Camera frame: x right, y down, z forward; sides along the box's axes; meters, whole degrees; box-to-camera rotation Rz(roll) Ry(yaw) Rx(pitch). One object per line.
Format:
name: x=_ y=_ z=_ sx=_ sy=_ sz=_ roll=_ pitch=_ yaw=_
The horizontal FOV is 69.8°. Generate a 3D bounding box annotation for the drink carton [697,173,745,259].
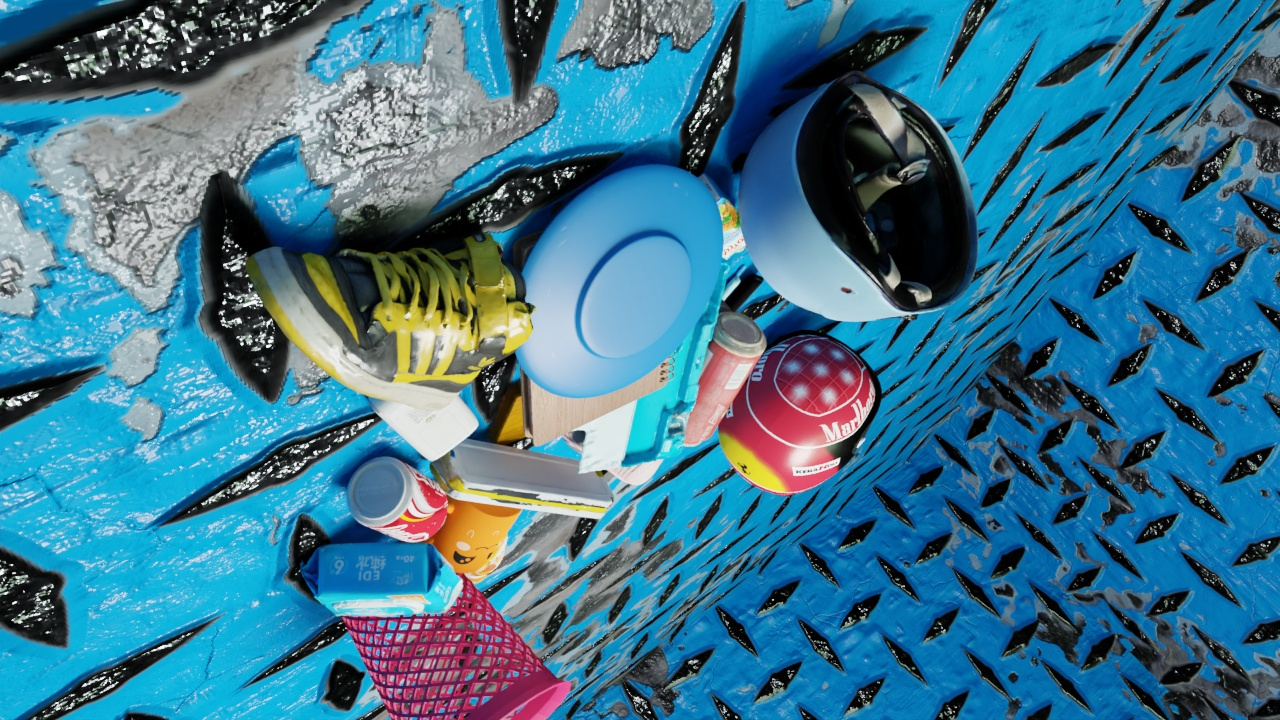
drink carton: x=0.073 y=-0.135 z=0.875 sx=0.044 sy=0.038 sz=0.129 roll=-36 pitch=159 yaw=11

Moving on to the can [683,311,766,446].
can: x=0.079 y=0.023 z=1.033 sx=0.067 sy=0.067 sz=0.171 roll=-22 pitch=149 yaw=-41

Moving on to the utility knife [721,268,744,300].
utility knife: x=0.087 y=-0.062 z=1.072 sx=0.120 sy=0.015 sz=0.022 roll=-50 pitch=177 yaw=18

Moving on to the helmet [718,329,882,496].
helmet: x=0.235 y=0.067 z=1.324 sx=0.270 sy=0.197 sz=0.225 roll=-39 pitch=160 yaw=-29

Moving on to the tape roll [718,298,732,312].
tape roll: x=0.060 y=-0.035 z=1.034 sx=0.093 sy=0.030 sz=0.094 roll=-24 pitch=147 yaw=-17

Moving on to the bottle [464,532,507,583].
bottle: x=-0.192 y=0.223 z=1.077 sx=0.063 sy=0.063 sz=0.109 roll=-28 pitch=154 yaw=-32

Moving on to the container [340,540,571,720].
container: x=-0.216 y=0.316 z=0.989 sx=0.183 sy=0.225 sz=0.183 roll=-35 pitch=157 yaw=-17

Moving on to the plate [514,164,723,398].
plate: x=-0.008 y=-0.057 z=0.786 sx=0.223 sy=0.024 sz=0.225 roll=-25 pitch=136 yaw=-27

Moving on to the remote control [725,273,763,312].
remote control: x=0.091 y=-0.046 z=1.099 sx=0.152 sy=0.020 sz=0.041 roll=-47 pitch=-179 yaw=15

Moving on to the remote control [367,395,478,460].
remote control: x=-0.186 y=0.046 z=0.802 sx=0.060 sy=0.025 sz=0.138 roll=-38 pitch=156 yaw=-9

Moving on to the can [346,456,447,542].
can: x=-0.222 y=0.131 z=0.850 sx=0.064 sy=0.064 sz=0.105 roll=-40 pitch=158 yaw=-6

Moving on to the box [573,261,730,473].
box: x=-0.004 y=0.006 z=0.925 sx=0.181 sy=0.039 sz=0.227 roll=-7 pitch=119 yaw=-41

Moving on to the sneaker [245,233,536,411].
sneaker: x=-0.148 y=-0.041 z=0.619 sx=0.122 sy=0.086 sz=0.238 roll=-36 pitch=163 yaw=3

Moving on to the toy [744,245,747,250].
toy: x=0.146 y=-0.143 z=0.971 sx=0.109 sy=0.051 sz=0.090 roll=-21 pitch=146 yaw=-39

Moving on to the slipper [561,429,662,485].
slipper: x=-0.044 y=0.062 z=1.004 sx=0.094 sy=0.064 sz=0.239 roll=-53 pitch=144 yaw=-12

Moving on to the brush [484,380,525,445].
brush: x=-0.116 y=0.038 z=0.914 sx=0.048 sy=0.017 sz=0.127 roll=-20 pitch=149 yaw=-43

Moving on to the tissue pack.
tissue pack: x=-0.255 y=0.219 z=0.905 sx=0.144 sy=0.061 sz=0.093 roll=0 pitch=154 yaw=2

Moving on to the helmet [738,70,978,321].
helmet: x=0.200 y=-0.143 z=0.863 sx=0.265 sy=0.225 sz=0.167 roll=4 pitch=170 yaw=-36

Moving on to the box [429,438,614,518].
box: x=-0.118 y=0.127 z=0.941 sx=0.209 sy=0.065 sz=0.045 roll=18 pitch=121 yaw=-43

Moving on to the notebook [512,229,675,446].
notebook: x=-0.032 y=-0.037 z=0.820 sx=0.168 sy=0.022 sz=0.211 roll=-24 pitch=135 yaw=-29

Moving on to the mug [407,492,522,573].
mug: x=-0.189 y=0.166 z=0.959 sx=0.112 sy=0.077 sz=0.096 roll=-1 pitch=135 yaw=-45
